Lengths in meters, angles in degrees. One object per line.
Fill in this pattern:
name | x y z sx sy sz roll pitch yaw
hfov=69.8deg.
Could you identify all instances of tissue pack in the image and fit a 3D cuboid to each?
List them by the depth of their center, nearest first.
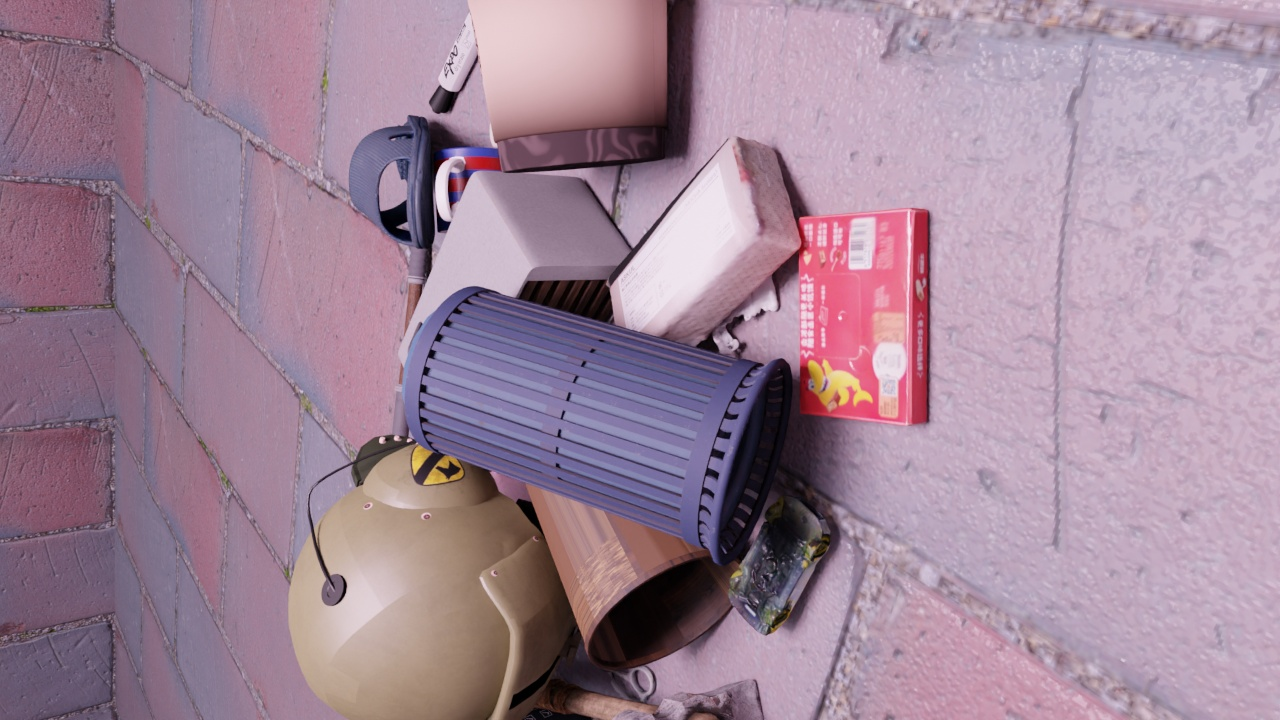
tissue pack | 0.047 -0.065 0.676 0.182 0.071 0.103 -43 47 42

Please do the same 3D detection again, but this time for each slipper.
slipper | -0.251 -0.191 0.925 0.263 0.082 0.101 -115 27 -59

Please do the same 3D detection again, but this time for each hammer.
hammer | -0.038 0.292 0.779 0.320 0.121 0.049 -17 83 54
hammer | -0.266 -0.006 1.053 0.156 0.043 0.322 -166 83 -73

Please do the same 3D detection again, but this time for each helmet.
helmet | -0.163 0.202 0.780 0.233 0.255 0.251 48 130 46

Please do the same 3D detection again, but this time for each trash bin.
trash bin | -0.035 0.035 0.643 0.250 0.139 0.139 16 108 21
trash bin | -0.116 -0.040 0.824 0.114 0.114 0.229 57 133 29

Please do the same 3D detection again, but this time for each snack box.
snack box | 0.141 -0.028 0.590 0.089 0.021 0.133 5 98 50

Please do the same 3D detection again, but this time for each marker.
marker | -0.190 -0.306 0.953 0.126 0.025 0.025 -48 59 42

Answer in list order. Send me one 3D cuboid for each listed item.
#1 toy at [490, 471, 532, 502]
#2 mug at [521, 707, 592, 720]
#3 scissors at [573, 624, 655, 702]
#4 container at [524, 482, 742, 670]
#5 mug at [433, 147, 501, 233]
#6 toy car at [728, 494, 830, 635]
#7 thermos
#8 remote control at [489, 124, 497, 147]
toy | -0.123 0.141 0.906 0.096 0.052 0.099 -37 69 32
mug | -0.102 0.372 0.885 0.105 0.077 0.071 -39 65 45
scissors | -0.033 0.286 0.842 0.172 0.014 0.090 13 103 46
container | -0.016 0.132 0.724 0.167 0.132 0.132 55 132 38
mug | -0.167 -0.163 0.880 0.075 0.111 0.076 -1 94 14
toy car | 0.101 0.144 0.650 0.048 0.033 0.106 44 122 40
thermos | -0.054 -0.262 0.694 0.173 0.172 0.226 8 106 50
remote control | -0.105 -0.218 0.867 0.126 0.018 0.038 18 108 47
